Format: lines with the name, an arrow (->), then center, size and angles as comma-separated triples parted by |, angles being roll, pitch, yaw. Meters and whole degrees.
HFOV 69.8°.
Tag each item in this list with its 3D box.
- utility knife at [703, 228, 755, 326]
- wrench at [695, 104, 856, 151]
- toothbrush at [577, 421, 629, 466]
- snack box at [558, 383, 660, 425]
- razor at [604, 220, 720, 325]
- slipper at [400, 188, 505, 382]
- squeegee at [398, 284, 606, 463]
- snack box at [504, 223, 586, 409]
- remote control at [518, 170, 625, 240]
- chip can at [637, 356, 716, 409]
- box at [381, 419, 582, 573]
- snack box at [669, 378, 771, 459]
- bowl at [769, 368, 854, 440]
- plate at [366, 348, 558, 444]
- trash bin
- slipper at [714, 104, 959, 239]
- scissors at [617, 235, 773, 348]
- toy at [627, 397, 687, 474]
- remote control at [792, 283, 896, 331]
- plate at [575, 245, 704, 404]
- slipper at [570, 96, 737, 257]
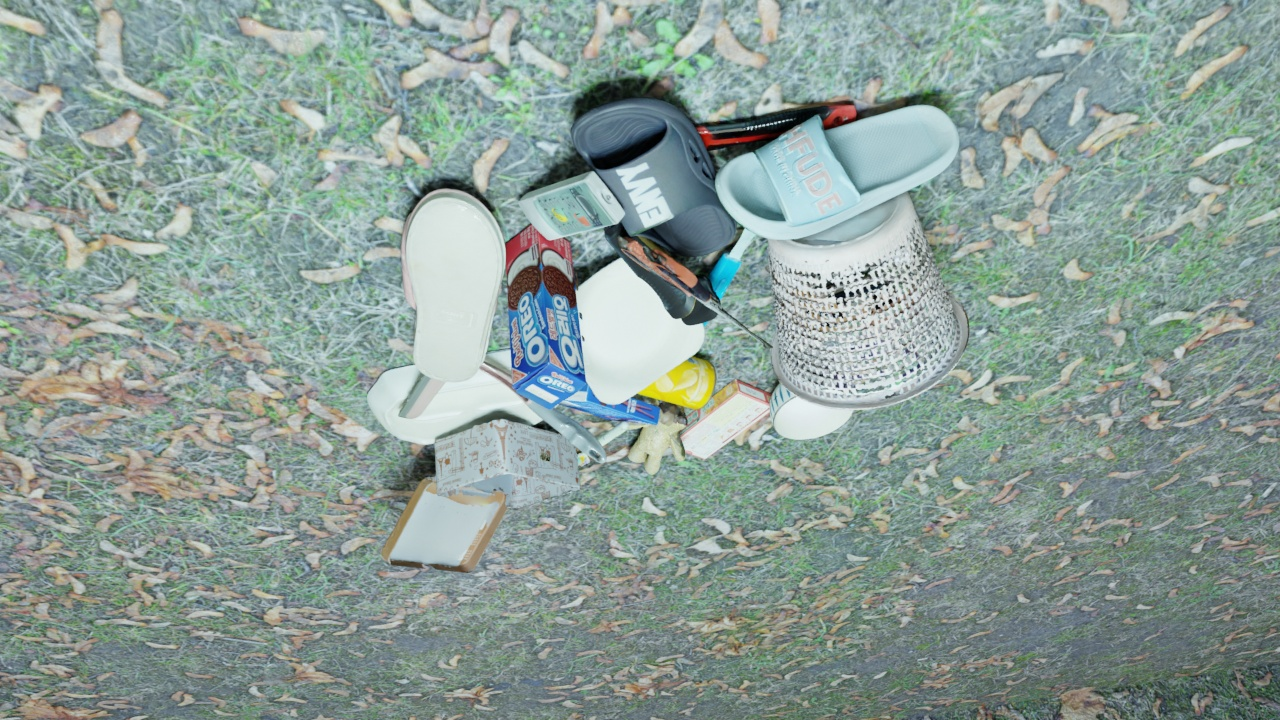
utility knife -> 0.096, -0.101, 1.083 | 0.034, 0.018, 0.217 | 3, 147, -18
wrench -> 0.084, -0.233, 0.933 | 0.273, 0.016, 0.056 | -6, 147, -3
toothbrush -> -0.056, 0.119, 1.309 | 0.029, 0.020, 0.190 | 8, 156, -22
snack box -> -0.052, 0.056, 1.212 | 0.085, 0.026, 0.157 | 3, 168, 38
razor -> 0.023, -0.105, 1.042 | 0.167, 0.067, 0.062 | 41, 148, -26
slipper -> -0.210, -0.082, 1.029 | 0.114, 0.054, 0.275 | 6, 135, -7
squeegee -> -0.142, 0.049, 1.146 | 0.249, 0.040, 0.248 | 36, 118, -6
snack box -> -0.102, -0.051, 0.970 | 0.057, 0.207, 0.058 | -32, 137, 27
remote control -> -0.073, -0.154, 0.931 | 0.135, 0.019, 0.056 | -2, 134, 53
chip can -> -0.007, 0.007, 1.177 | 0.213, 0.072, 0.072 | 16, 136, -30
box -> -0.226, 0.188, 1.289 | 0.274, 0.125, 0.178 | -42, 147, 16
snack box -> 0.116, 0.088, 1.340 | 0.077, 0.027, 0.156 | 23, 132, -34
bowl -> 0.234, 0.052, 1.284 | 0.116, 0.066, 0.117 | -6, 139, -6
plate -> -0.229, 0.057, 1.225 | 0.266, 0.034, 0.162 | -9, 142, 0
trash bin -> 0.233, -0.089, 1.009 | 0.228, 0.227, 0.192 | -17, 129, 10
slipper -> 0.196, -0.195, 0.909 | 0.245, 0.104, 0.074 | -18, 160, 3
scissors -> 0.069, -0.069, 0.989 | 0.205, 0.015, 0.196 | 32, 177, 11
toy -> 0.024, 0.110, 1.327 | 0.105, 0.066, 0.158 | 38, 140, 12
remote control -> 0.257, -0.070, 1.169 | 0.136, 0.024, 0.053 | -17, 142, 8
plate -> -0.015, -0.044, 1.090 | 0.164, 0.034, 0.164 | -34, 120, -11
slipper -> 0.031, -0.165, 0.937 | 0.111, 0.083, 0.268 | -22, 148, 19
